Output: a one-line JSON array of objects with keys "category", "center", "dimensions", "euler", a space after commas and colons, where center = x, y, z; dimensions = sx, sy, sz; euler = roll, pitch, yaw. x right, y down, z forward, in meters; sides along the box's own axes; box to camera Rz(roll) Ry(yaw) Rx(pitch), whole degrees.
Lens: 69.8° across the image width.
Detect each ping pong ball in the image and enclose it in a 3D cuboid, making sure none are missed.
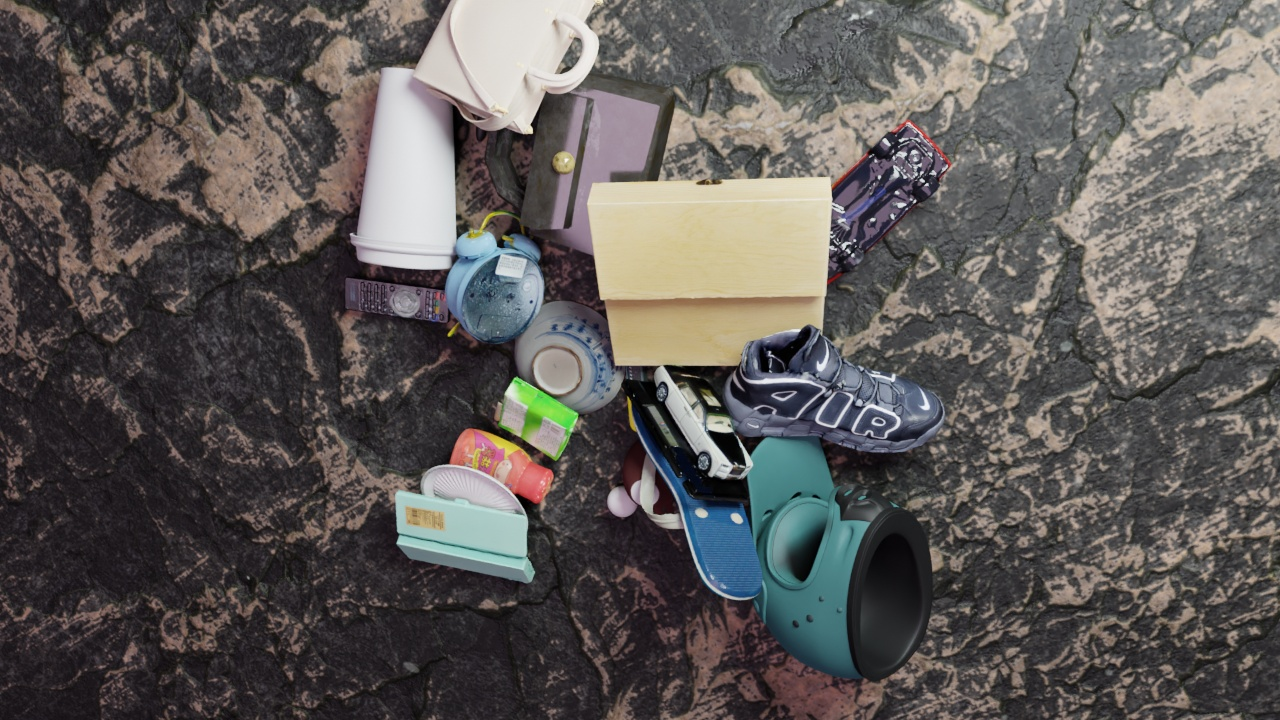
[{"category": "ping pong ball", "center": [-0.023, 0.183, 1.193], "dimensions": [0.040, 0.040, 0.040], "euler": [4, 107, 12]}]

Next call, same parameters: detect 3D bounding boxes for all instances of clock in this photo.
[{"category": "clock", "center": [-0.173, -0.099, 1.104], "dimensions": [0.060, 0.117, 0.162], "euler": [28, 107, 41]}]

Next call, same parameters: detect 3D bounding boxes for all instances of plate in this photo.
[{"category": "plate", "center": [-0.221, 0.192, 1.227], "dimensions": [0.157, 0.014, 0.157], "euler": [13, 134, 13]}]

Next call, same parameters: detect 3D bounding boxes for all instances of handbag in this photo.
[{"category": "handbag", "center": [-0.081, -0.231, 1.046], "dimensions": [0.199, 0.102, 0.197], "euler": [16, 109, 8]}, {"category": "handbag", "center": [-0.123, -0.334, 0.973], "dimensions": [0.198, 0.101, 0.194], "euler": [32, 95, 33]}]

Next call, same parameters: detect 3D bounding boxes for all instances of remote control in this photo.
[{"category": "remote control", "center": [-0.315, -0.080, 1.193], "dimensions": [0.140, 0.021, 0.045], "euler": [9, 110, 5]}]

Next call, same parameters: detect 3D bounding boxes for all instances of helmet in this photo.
[{"category": "helmet", "center": [0.215, 0.229, 1.072], "dimensions": [0.200, 0.176, 0.275], "euler": [21, 127, 51]}]

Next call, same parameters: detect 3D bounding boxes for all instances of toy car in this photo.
[{"category": "toy car", "center": [0.063, 0.071, 1.054], "dimensions": [0.071, 0.094, 0.191], "euler": [-57, 44, 28]}, {"category": "toy car", "center": [0.248, -0.173, 1.012], "dimensions": [0.081, 0.056, 0.190], "euler": [45, 106, -4]}]

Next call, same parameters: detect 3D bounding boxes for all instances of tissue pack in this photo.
[{"category": "tissue pack", "center": [-0.133, 0.075, 1.164], "dimensions": [0.099, 0.034, 0.114], "euler": [30, 150, 2]}]

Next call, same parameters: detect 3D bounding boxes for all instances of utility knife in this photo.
[{"category": "utility knife", "center": [-0.007, 0.007, 1.148], "dimensions": [0.029, 0.020, 0.173], "euler": [-3, 105, 12]}]

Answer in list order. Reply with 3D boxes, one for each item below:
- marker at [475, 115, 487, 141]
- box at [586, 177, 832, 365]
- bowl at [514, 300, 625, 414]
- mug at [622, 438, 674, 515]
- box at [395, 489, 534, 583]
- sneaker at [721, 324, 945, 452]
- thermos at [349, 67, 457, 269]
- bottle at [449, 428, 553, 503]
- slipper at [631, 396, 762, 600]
[{"category": "marker", "center": [-0.180, -0.327, 1.087], "dimensions": [0.018, 0.015, 0.134], "euler": [28, 114, 34]}, {"category": "box", "center": [0.080, -0.087, 1.019], "dimensions": [0.247, 0.068, 0.254], "euler": [1, 140, 8]}, {"category": "bowl", "center": [-0.096, 0.005, 1.147], "dimensions": [0.151, 0.056, 0.151], "euler": [4, 107, 12]}, {"category": "mug", "center": [0.019, 0.160, 1.150], "dimensions": [0.087, 0.088, 0.114], "euler": [-16, 102, 17]}, {"category": "box", "center": [-0.239, 0.244, 1.241], "dimensions": [0.187, 0.052, 0.139], "euler": [8, 137, 11]}, {"category": "sneaker", "center": [0.216, 0.019, 1.019], "dimensions": [0.253, 0.097, 0.151], "euler": [5, 145, 10]}, {"category": "thermos", "center": [-0.272, -0.225, 1.089], "dimensions": [0.131, 0.131, 0.222], "euler": [8, 101, 11]}, {"category": "bottle", "center": [-0.182, 0.142, 1.213], "dimensions": [0.134, 0.048, 0.072], "euler": [24, 114, 5]}, {"category": "slipper", "center": [0.060, 0.158, 1.070], "dimensions": [0.118, 0.294, 0.060], "euler": [6, 133, -29]}]
